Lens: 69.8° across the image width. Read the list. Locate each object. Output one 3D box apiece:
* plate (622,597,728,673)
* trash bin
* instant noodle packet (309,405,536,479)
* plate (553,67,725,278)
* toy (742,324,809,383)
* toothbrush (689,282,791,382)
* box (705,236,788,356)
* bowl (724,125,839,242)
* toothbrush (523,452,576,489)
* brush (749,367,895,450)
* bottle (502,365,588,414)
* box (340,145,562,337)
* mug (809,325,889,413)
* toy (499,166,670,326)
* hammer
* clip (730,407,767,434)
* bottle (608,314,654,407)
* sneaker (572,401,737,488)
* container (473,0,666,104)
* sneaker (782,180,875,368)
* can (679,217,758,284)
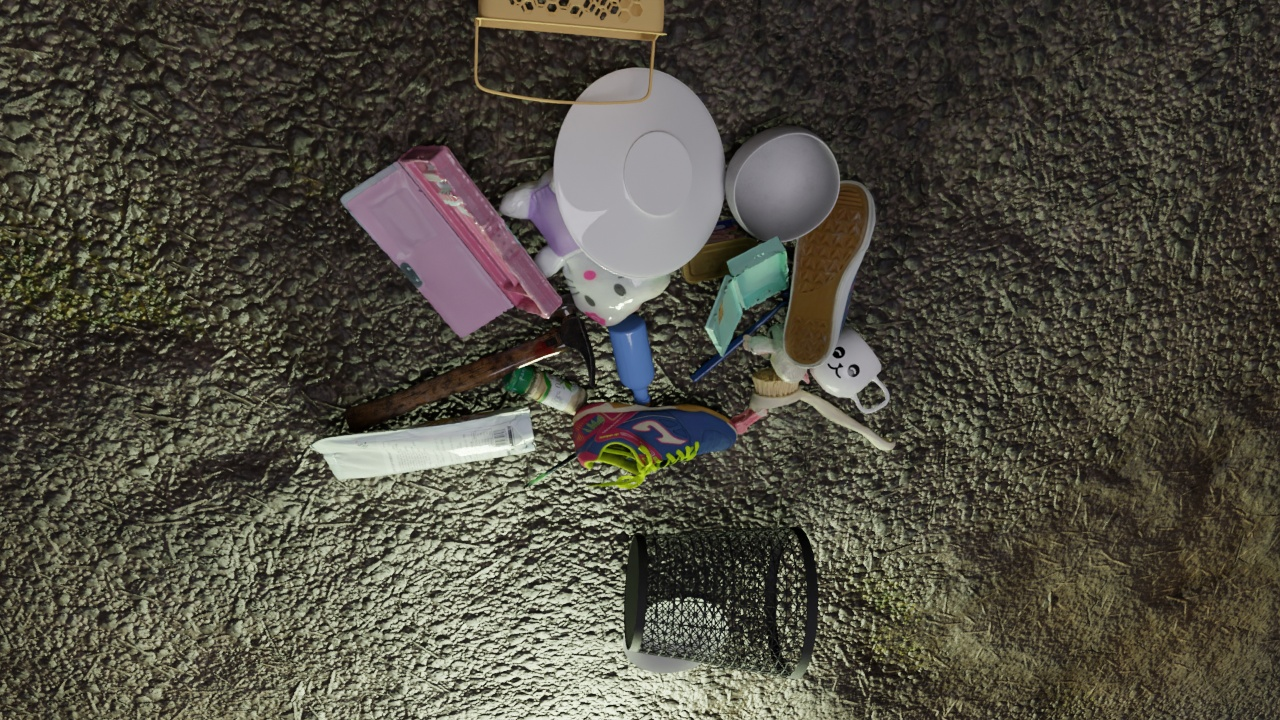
[{"bbox_3d":[0.056,0.440,1.487,0.172,0.019,0.173,-5,122,-8],"label":"plate"},{"bbox_3d":[0.107,0.344,1.337,0.243,0.216,0.217,5,120,-6],"label":"trash bin"},{"bbox_3d":[-0.273,0.106,1.187,0.269,0.057,0.147,-8,153,-7],"label":"instant noodle packet"},{"bbox_3d":[0.012,-0.204,1.007,0.229,0.030,0.229,-6,101,-33],"label":"plate"},{"bbox_3d":[0.187,-0.010,1.197,0.050,0.087,0.112,-32,135,31],"label":"toy"},{"bbox_3d":[0.137,-0.037,1.212,0.190,0.016,0.017,-42,112,15],"label":"toothbrush"},{"bbox_3d":[0.123,-0.075,1.097,0.138,0.187,0.056,-43,76,0],"label":"box"},{"bbox_3d":[0.161,-0.211,1.077,0.131,0.064,0.132,-7,120,-12],"label":"bowl"},{"bbox_3d":[-0.087,0.128,1.270,0.188,0.014,0.017,-32,109,9],"label":"toothbrush"},{"bbox_3d":[0.262,0.074,1.285,0.272,0.062,0.077,23,108,-28],"label":"brush"},{"bbox_3d":[-0.122,0.037,1.191,0.110,0.042,0.043,23,114,-23],"label":"bottle"},{"bbox_3d":[-0.208,-0.138,1.062,0.173,0.075,0.233,-11,130,33],"label":"box"},{"bbox_3d":[0.277,0.018,1.217,0.076,0.090,0.124,-38,85,4],"label":"mug"},{"bbox_3d":[-0.062,-0.134,1.069,0.138,0.085,0.209,-19,124,32],"label":"toy"},{"bbox_3d":[-0.216,0.029,1.146,0.330,0.033,0.120,-21,78,9],"label":"hammer"},{"bbox_3d":[0.151,0.075,1.287,0.060,0.041,0.023,-34,119,22],"label":"clip"},{"bbox_3d":[-0.007,0.007,1.190,0.048,0.048,0.131,-14,123,-3],"label":"bottle"},{"bbox_3d":[0.023,0.117,1.221,0.241,0.091,0.117,6,149,-24],"label":"sneaker"},{"bbox_3d":[-0.072,-0.342,0.915,0.183,0.129,0.167,1,109,-12],"label":"container"},{"bbox_3d":[0.233,-0.106,1.145,0.087,0.079,0.235,16,98,20],"label":"sneaker"},{"bbox_3d":[0.090,-0.133,1.117,0.100,0.059,0.054,-12,123,-3],"label":"can"}]
